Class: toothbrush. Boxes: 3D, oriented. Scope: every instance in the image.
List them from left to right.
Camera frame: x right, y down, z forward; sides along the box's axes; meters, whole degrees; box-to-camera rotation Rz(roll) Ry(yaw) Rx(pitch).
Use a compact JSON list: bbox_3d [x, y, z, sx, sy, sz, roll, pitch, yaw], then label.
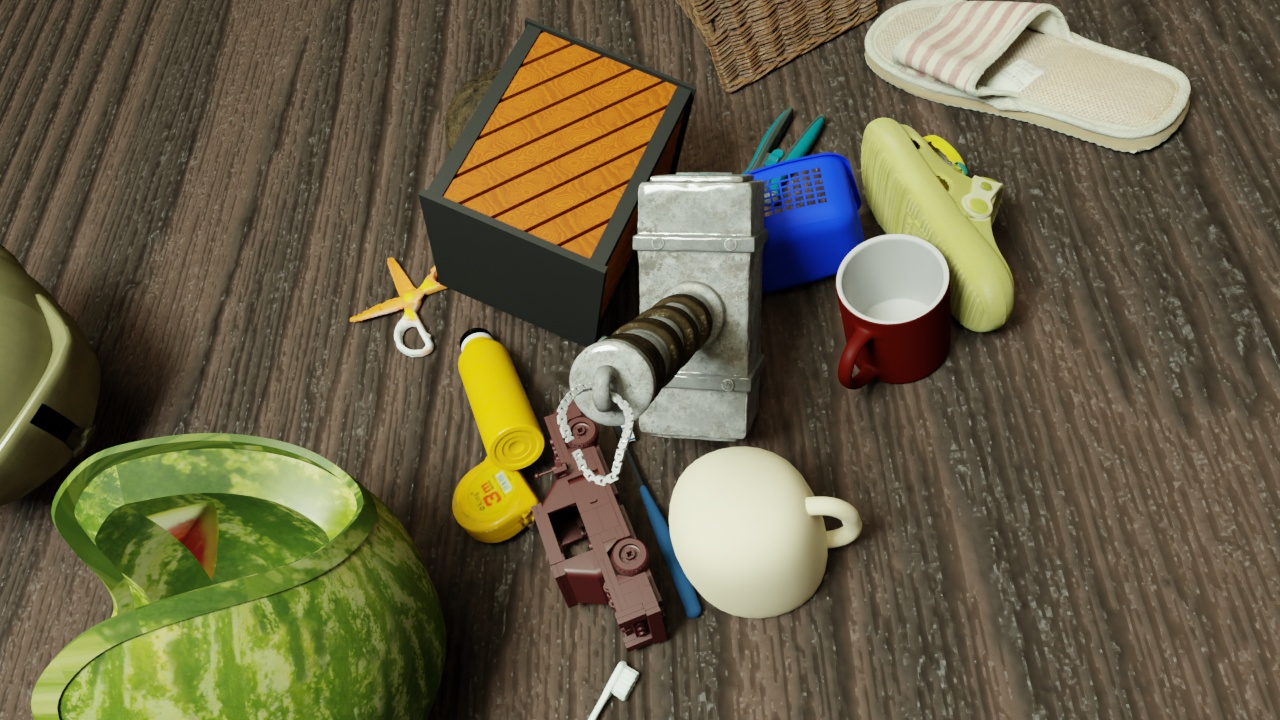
[{"bbox_3d":[-0.052,0.277,0.578,0.017,0.012,0.186,22,70,25],"label":"toothbrush"},{"bbox_3d":[0.010,0.106,0.656,0.014,0.014,0.167,-20,57,-7],"label":"toothbrush"}]

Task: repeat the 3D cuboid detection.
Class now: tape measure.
[{"bbox_3d":[-0.109,0.107,0.687,0.059,0.030,0.068,-37,49,-5],"label":"tape measure"}]

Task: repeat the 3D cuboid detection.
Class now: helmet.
[{"bbox_3d":[-0.575,0.018,0.756,0.233,0.256,0.249,10,65,28],"label":"helmet"},{"bbox_3d":[-0.243,0.186,0.563,0.242,0.248,0.213,-2,28,-30],"label":"helmet"}]

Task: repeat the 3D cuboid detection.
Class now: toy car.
[{"bbox_3d":[-0.037,0.115,0.633,0.062,0.070,0.169,-20,55,-7],"label":"toy car"}]

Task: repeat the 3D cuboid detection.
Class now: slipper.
[{"bbox_3d":[0.227,-0.109,0.666,0.081,0.092,0.190,-24,59,1],"label":"slipper"},{"bbox_3d":[0.301,-0.241,0.739,0.263,0.052,0.115,32,73,31],"label":"slipper"}]

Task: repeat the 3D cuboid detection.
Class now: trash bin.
[{"bbox_3d":[-0.062,-0.133,0.720,0.140,0.140,0.171,23,68,3],"label":"trash bin"}]

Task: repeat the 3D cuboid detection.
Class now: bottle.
[{"bbox_3d":[-0.114,0.024,0.720,0.043,0.043,0.143,-31,41,0],"label":"bottle"}]

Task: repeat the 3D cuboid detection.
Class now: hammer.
[{"bbox_3d":[0.015,-0.015,0.521,0.079,0.325,0.177,3,103,14],"label":"hammer"}]

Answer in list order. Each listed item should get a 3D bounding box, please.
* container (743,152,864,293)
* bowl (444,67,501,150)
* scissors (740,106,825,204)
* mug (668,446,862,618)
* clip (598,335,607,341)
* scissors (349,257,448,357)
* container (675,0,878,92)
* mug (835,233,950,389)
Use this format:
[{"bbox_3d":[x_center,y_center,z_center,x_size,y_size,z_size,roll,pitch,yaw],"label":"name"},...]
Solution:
[{"bbox_3d":[0.110,-0.097,0.694,0.114,0.096,0.058,-14,61,18],"label":"container"},{"bbox_3d":[-0.140,-0.243,0.891,0.121,0.056,0.121,-9,58,14],"label":"bowl"},{"bbox_3d":[0.112,-0.159,0.776,0.146,0.019,0.133,-16,56,9],"label":"scissors"},{"bbox_3d":[0.078,0.104,0.582,0.120,0.100,0.096,-8,58,15],"label":"mug"},{"bbox_3d":[-0.005,0.005,0.718,0.076,0.023,0.044,18,70,30],"label":"clip"},{"bbox_3d":[-0.205,-0.052,0.828,0.125,0.011,0.131,-19,56,7],"label":"scissors"},{"bbox_3d":[0.080,-0.411,0.811,0.162,0.250,0.183,-27,47,2],"label":"container"},{"bbox_3d":[0.168,-0.022,0.635,0.073,0.082,0.105,27,72,30],"label":"mug"}]
